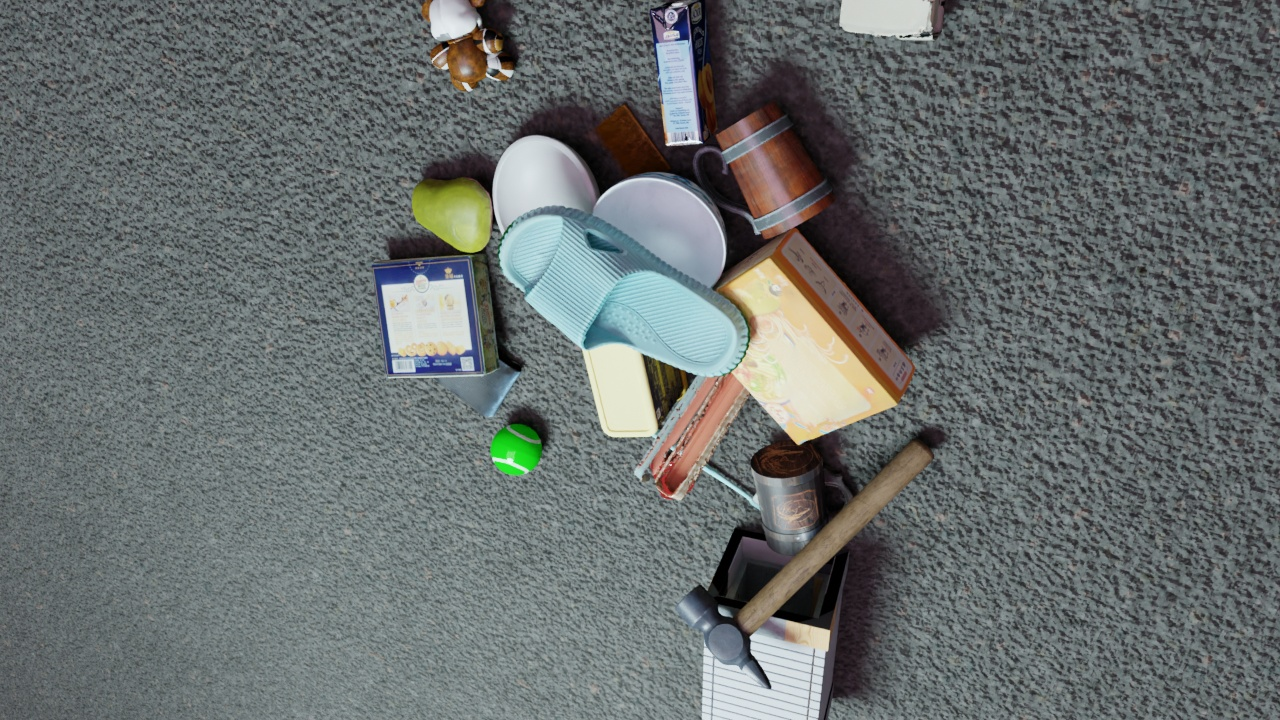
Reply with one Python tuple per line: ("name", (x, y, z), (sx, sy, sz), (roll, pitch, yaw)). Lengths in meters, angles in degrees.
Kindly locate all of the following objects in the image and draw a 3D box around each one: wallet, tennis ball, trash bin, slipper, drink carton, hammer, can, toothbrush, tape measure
("wallet", (-0.215, 0.010, 1.164), (0.115, 0.026, 0.089), (35, 122, 2))
("tennis ball", (-0.158, 0.114, 1.171), (0.065, 0.065, 0.065), (9, 119, 18))
("trash bin", (0.161, 0.359, 1.120), (0.142, 0.142, 0.247), (9, 118, 18))
("slipper", (-0.022, -0.063, 0.910), (0.276, 0.069, 0.116), (28, 112, 5))
("drink carton", (0.043, -0.280, 0.887), (0.040, 0.064, 0.130), (0, 116, 19))
("hammer", (0.195, 0.205, 0.989), (0.322, 0.040, 0.129), (-44, 72, 0))
("can", (-0.006, 0.006, 1.030), (0.075, 0.104, 0.135), (-3, 114, 23))
("toothbrush", (0.080, 0.127, 1.110), (0.180, 0.016, 0.017), (33, 126, 3))
("tape measure", (0.044, 0.143, 1.131), (0.051, 0.019, 0.059), (-6, 120, 23))

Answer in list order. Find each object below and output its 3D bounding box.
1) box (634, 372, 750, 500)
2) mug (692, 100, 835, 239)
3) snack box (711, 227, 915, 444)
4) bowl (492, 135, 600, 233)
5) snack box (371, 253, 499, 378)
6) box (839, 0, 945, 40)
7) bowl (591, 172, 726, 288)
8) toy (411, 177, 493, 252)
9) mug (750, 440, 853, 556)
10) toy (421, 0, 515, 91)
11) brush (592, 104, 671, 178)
("box", (0.065, 0.066, 1.019), (0.067, 0.057, 0.187), (29, 95, -37))
("mug", (0.116, -0.181, 0.904), (0.118, 0.081, 0.111), (-23, 101, 38))
("snack box", (0.163, -0.024, 0.947), (0.195, 0.080, 0.145), (47, 140, -9))
("bowl", (-0.093, -0.172, 1.002), (0.150, 0.043, 0.150), (15, 116, 33))
("snack box", (-0.249, -0.053, 1.116), (0.145, 0.042, 0.145), (-1, 99, 22))
("box", (0.206, -0.328, 0.726), (0.080, 0.180, 0.144), (7, 111, 20))
("bowl", (0.027, -0.137, 0.945), (0.144, 0.074, 0.144), (12, 129, 15))
("toy", (-0.218, -0.174, 1.054), (0.110, 0.051, 0.090), (22, 134, 16))
("mug", (0.191, 0.154, 1.051), (0.116, 0.080, 0.107), (-13, 114, -1))
("toy", (-0.185, -0.342, 0.953), (0.087, 0.067, 0.112), (-8, 103, 25))
("brush", (0.004, -0.205, 0.969), (0.048, 0.017, 0.126), (-31, 101, 32))
